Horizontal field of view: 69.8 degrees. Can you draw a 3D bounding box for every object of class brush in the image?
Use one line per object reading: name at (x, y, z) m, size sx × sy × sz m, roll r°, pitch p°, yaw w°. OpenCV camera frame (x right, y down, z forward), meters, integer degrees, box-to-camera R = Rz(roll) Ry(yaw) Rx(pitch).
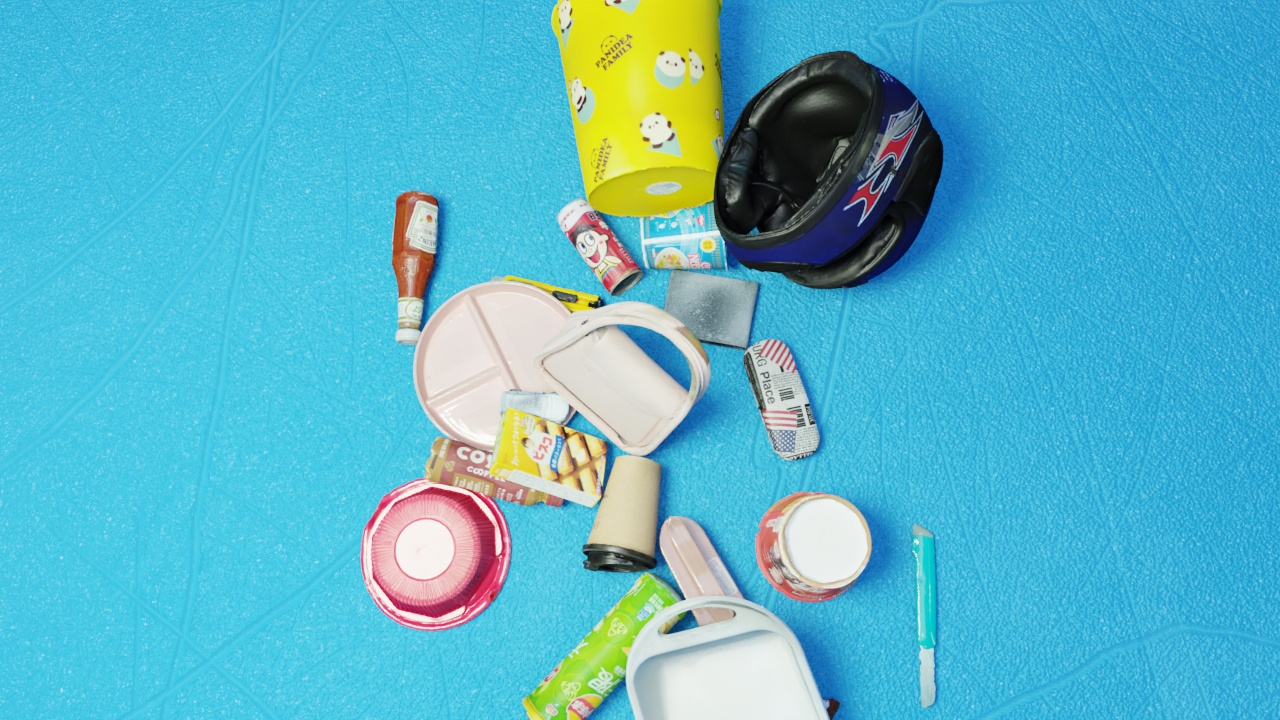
brush at (0.071, 0.255, 1.118) m, size 0.063 × 0.073 × 0.145 m, roll -28°, pitch 75°, yaw -5°

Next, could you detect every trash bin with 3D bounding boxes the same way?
trash bin at (0.007, -0.340, 1.207) m, size 0.229 × 0.230 × 0.255 m, roll -6°, pitch 80°, yaw 0°

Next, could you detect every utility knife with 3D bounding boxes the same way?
utility knife at (-0.128, -0.088, 1.242) m, size 0.171 × 0.015 × 0.033 m, roll 13°, pitch 73°, yaw 5°
utility knife at (0.349, 0.311, 1.127) m, size 0.029 × 0.013 × 0.217 m, roll 4°, pitch 73°, yaw 0°

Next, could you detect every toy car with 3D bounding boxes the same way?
toy car at (-0.135, 0.058, 1.166) m, size 0.090 × 0.034 × 0.043 m, roll 5°, pitch 75°, yaw -1°

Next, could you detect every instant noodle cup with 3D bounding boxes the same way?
instant noodle cup at (0.211, 0.222, 1.105) m, size 0.138 × 0.109 × 0.137 m, roll 0°, pitch 75°, yaw 1°
instant noodle cup at (-0.261, 0.235, 1.135) m, size 0.194 × 0.066 × 0.193 m, roll -1°, pitch 75°, yaw 2°
instant noodle cup at (0.058, -0.162, 1.223) m, size 0.110 × 0.099 × 0.099 m, roll -6°, pitch 75°, yaw 8°

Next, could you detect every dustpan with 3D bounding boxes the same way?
dustpan at (0.098, 0.398, 1.030) m, size 0.223 × 0.142 × 0.257 m, roll -17°, pitch 71°, yaw 9°

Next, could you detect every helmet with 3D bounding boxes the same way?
helmet at (0.239, -0.207, 1.146) m, size 0.248 × 0.240 × 0.314 m, roll 5°, pitch 62°, yaw 42°

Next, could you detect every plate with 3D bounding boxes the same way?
plate at (-0.181, 0.009, 1.206) m, size 0.229 × 0.028 × 0.229 m, roll 0°, pitch 78°, yaw 0°

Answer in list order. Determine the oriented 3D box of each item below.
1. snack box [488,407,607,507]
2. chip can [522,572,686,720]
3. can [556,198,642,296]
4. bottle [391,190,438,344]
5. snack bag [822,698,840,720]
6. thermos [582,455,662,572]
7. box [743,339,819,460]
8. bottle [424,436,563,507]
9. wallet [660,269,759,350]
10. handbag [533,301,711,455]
snack box at (-0.112, 0.120, 1.137) m, size 0.140 × 0.034 × 0.086 m, roll 20°, pitch 47°, yaw -15°
chip can at (-0.040, 0.351, 1.095) m, size 0.072 × 0.073 × 0.221 m, roll 43°, pitch 80°, yaw 11°
can at (-0.056, -0.154, 1.238) m, size 0.053 × 0.053 × 0.132 m, roll -35°, pitch 77°, yaw -8°
bottle at (-0.305, -0.124, 1.233) m, size 0.060 × 0.060 × 0.206 m, roll 0°, pitch 78°, yaw 1°
snack bag at (0.183, 0.403, 1.100) m, size 0.104 × 0.026 × 0.048 m, roll 26°, pitch 95°, yaw 7°
thermos at (-0.017, 0.194, 1.131) m, size 0.093 × 0.093 × 0.143 m, roll 10°, pitch 68°, yaw 4°
box at (0.181, 0.050, 1.190) m, size 0.068 × 0.051 × 0.164 m, roll -17°, pitch 74°, yaw 7°
bottle at (-0.179, 0.144, 1.153) m, size 0.175 × 0.057 × 0.057 m, roll 15°, pitch 76°, yaw -5°
wallet at (0.092, -0.069, 1.232) m, size 0.121 × 0.019 × 0.097 m, roll 10°, pitch 74°, yaw 5°
handbag at (-0.006, 0.006, 1.089) m, size 0.193 × 0.235 × 0.093 m, roll 40°, pitch 60°, yaw -8°
